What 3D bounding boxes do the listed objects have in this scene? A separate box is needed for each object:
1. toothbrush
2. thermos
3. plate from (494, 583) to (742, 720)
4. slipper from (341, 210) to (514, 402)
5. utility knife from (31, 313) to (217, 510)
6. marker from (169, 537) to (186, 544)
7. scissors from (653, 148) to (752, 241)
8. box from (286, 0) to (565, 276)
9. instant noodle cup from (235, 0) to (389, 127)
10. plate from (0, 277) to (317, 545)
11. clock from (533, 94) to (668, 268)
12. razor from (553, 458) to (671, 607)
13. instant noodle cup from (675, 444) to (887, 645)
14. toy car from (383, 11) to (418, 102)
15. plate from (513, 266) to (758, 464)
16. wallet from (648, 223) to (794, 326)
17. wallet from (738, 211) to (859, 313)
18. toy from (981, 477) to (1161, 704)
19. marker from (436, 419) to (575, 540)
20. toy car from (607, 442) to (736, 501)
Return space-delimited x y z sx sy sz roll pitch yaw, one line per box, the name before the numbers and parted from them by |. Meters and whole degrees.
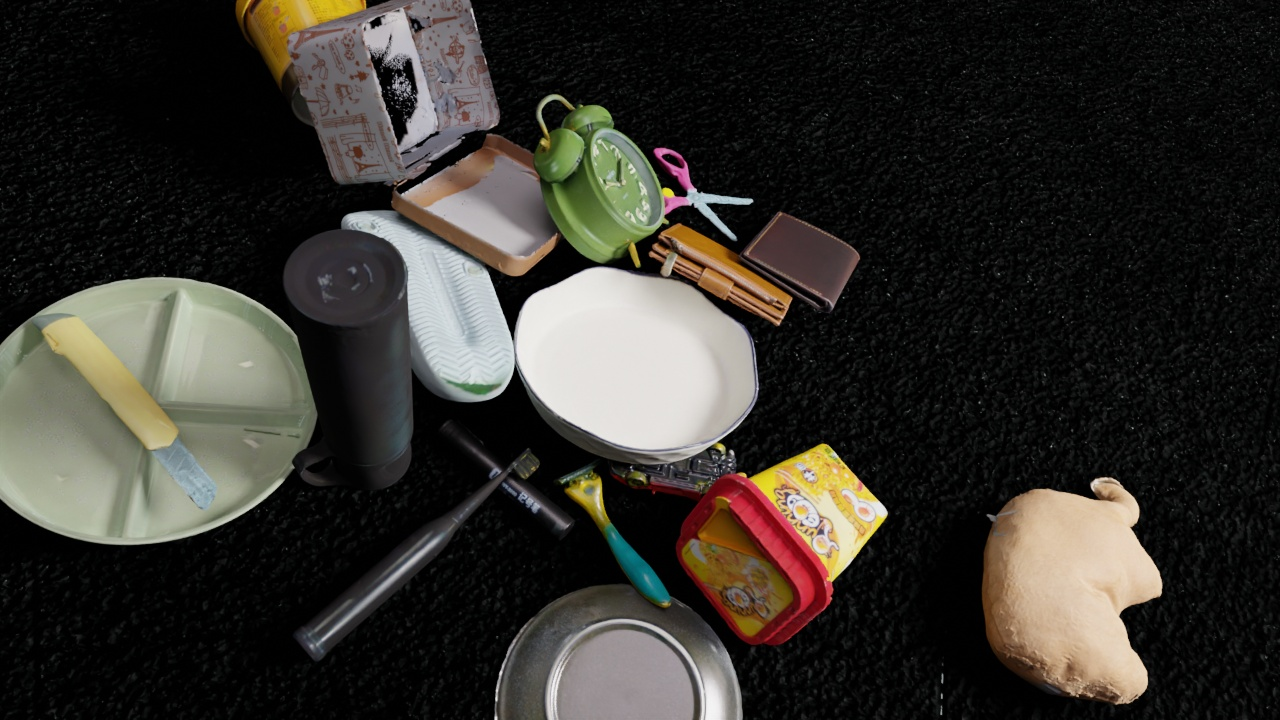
toothbrush | -0.156 0.135 0.670 0.212 0.026 0.027 -40 81 -25
thermos | -0.195 0.020 0.612 0.089 0.243 0.068 -34 70 -28
plate | -0.012 0.242 0.648 0.179 0.024 0.179 6 58 -9
slipper | -0.174 -0.045 0.754 0.103 0.074 0.245 -6 43 -31
utility knife | -0.365 0.030 0.653 0.208 0.021 0.030 39 53 19
marker | -0.368 0.086 0.671 0.018 0.015 0.124 -33 72 -34
scissors | 0.049 -0.168 0.915 0.133 0.017 0.131 -1 57 -18
box | -0.169 -0.196 0.810 0.271 0.133 0.178 51 35 -12
instant noodle cup | -0.300 -0.292 0.859 0.118 0.119 0.114 -21 73 -23
plate | -0.360 0.034 0.683 0.230 0.028 0.229 10 52 -13
clock | -0.040 -0.163 0.815 0.161 0.056 0.115 52 34 -18
razor | -0.017 0.136 0.707 0.043 0.028 0.132 -23 62 -31
instant noodle cup | 0.111 0.132 0.696 0.123 0.116 0.116 -26 67 -38
toy car | -0.240 -0.313 0.917 0.036 0.054 0.120 6 59 -12
plate | -0.004 0.004 0.759 0.205 0.046 0.204 8 44 -8
wallet | 0.076 -0.080 0.826 0.130 0.035 0.118 30 23 6
wallet | 0.152 -0.097 0.864 0.096 0.020 0.122 30 35 8
toy | 0.350 0.163 0.746 0.143 0.083 0.225 32 55 2
marker | -0.106 0.092 0.722 0.132 0.020 0.022 38 30 13
toy car | 0.025 0.086 0.745 0.106 0.031 0.049 12 54 -5
